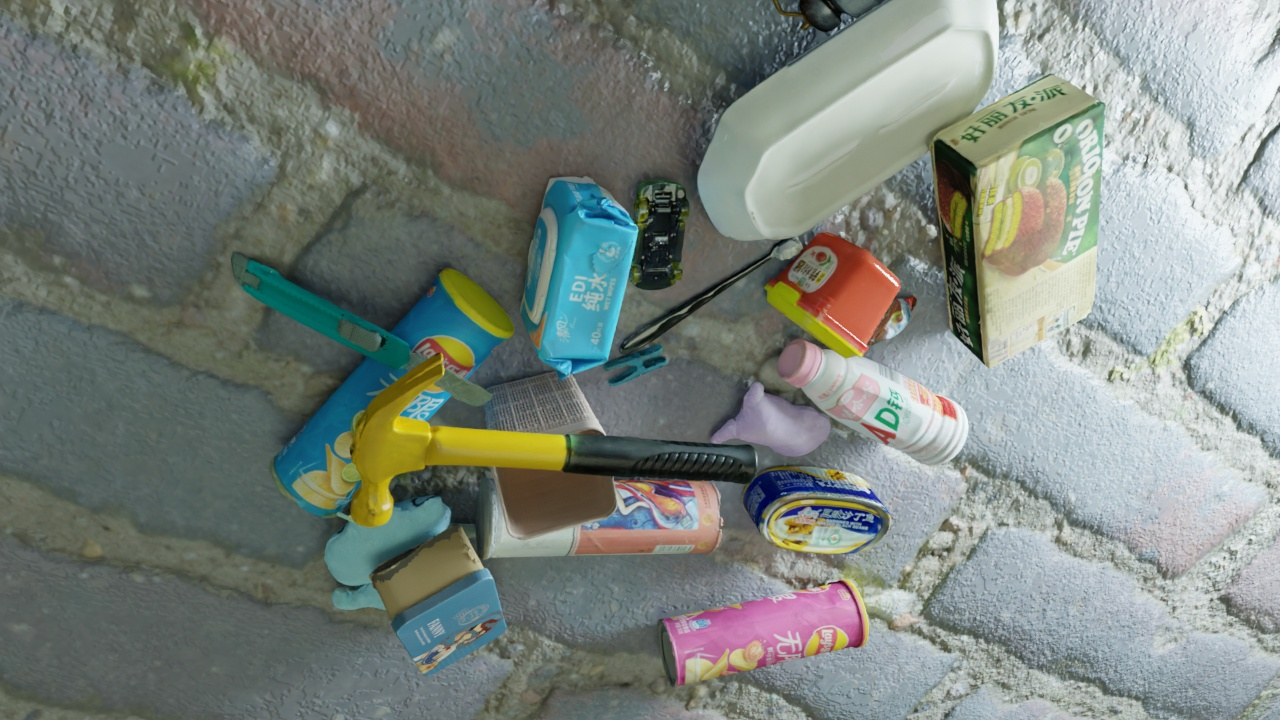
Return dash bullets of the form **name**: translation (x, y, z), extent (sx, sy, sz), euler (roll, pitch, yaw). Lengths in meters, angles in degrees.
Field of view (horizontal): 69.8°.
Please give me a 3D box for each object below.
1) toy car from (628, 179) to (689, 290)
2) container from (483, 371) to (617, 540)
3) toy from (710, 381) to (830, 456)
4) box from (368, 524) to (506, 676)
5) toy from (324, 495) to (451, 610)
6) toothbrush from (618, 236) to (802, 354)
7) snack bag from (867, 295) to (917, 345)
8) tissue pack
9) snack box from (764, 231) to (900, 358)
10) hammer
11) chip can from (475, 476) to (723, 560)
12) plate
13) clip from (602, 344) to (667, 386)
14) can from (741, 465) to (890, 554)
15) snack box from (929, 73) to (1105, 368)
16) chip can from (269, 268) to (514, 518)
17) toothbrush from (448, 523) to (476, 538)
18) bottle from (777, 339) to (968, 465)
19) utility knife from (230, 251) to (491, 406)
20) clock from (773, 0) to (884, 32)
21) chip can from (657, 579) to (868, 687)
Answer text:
- **toy car**: translation (0.013, -0.100, 0.728), extent (0.043, 0.036, 0.091), euler (-4, 118, -17)
- **container**: translation (-0.079, 0.071, 0.750), extent (0.090, 0.111, 0.090), euler (-14, 121, -10)
- **toy**: translation (0.127, 0.063, 0.854), extent (0.108, 0.038, 0.084), euler (16, 129, -28)
- **box**: translation (-0.168, 0.204, 0.774), extent (0.089, 0.061, 0.185), euler (-28, 157, -16)
- **toy**: translation (-0.214, 0.165, 0.779), extent (0.161, 0.049, 0.156), euler (-34, 147, 12)
- **toothbrush**: translation (0.059, -0.054, 0.781), extent (0.181, 0.018, 0.016), euler (-31, 125, 3)
- **snack bag**: translation (0.222, -0.036, 0.810), extent (0.026, 0.104, 0.048), euler (36, 107, 13)
- **tissue pack**: translation (-0.051, -0.066, 0.695), extent (0.063, 0.090, 0.140), euler (6, 116, -20)
- **snack box**: translation (0.164, -0.057, 0.770), extent (0.082, 0.091, 0.080), euler (34, 97, -29)
- **hammer**: translation (-0.055, 0.067, 0.670), extent (0.300, 0.033, 0.129), euler (6, 116, -19)
- **chip can**: translation (-0.036, 0.142, 0.827), extent (0.214, 0.071, 0.071), euler (3, 117, -19)
- **plate**: translation (0.167, -0.179, 0.700), extent (0.266, 0.034, 0.162), euler (-32, 145, 2)
- **clip**: translation (-0.004, 0.004, 0.795), extent (0.056, 0.014, 0.042), euler (-19, 122, -4)
- **can**: translation (0.175, 0.149, 0.910), extent (0.148, 0.049, 0.075), euler (10, 114, -22)
- **snack box**: translation (0.320, -0.108, 0.776), extent (0.114, 0.063, 0.240), euler (-28, 135, -1)
- **chip can**: translation (-0.194, 0.027, 0.713), extent (0.210, 0.071, 0.071), euler (-45, 121, 10)
- **toothbrush**: translation (-0.101, 0.163, 0.849), extent (0.189, 0.029, 0.020), euler (8, 73, -20)
- **bottle**: translation (0.214, 0.036, 0.851), extent (0.196, 0.068, 0.068), euler (24, 108, -24)
- **utility knife**: translation (-0.204, -0.020, 0.664), extent (0.216, 0.013, 0.029), euler (27, 111, 1)
- **clock**: translation (0.150, -0.285, 0.658), extent (0.122, 0.055, 0.082), euler (-24, 123, -2)
- **chip can**: translation (0.127, 0.283, 0.956), extent (0.210, 0.071, 0.071), euler (-8, 120, -13)
